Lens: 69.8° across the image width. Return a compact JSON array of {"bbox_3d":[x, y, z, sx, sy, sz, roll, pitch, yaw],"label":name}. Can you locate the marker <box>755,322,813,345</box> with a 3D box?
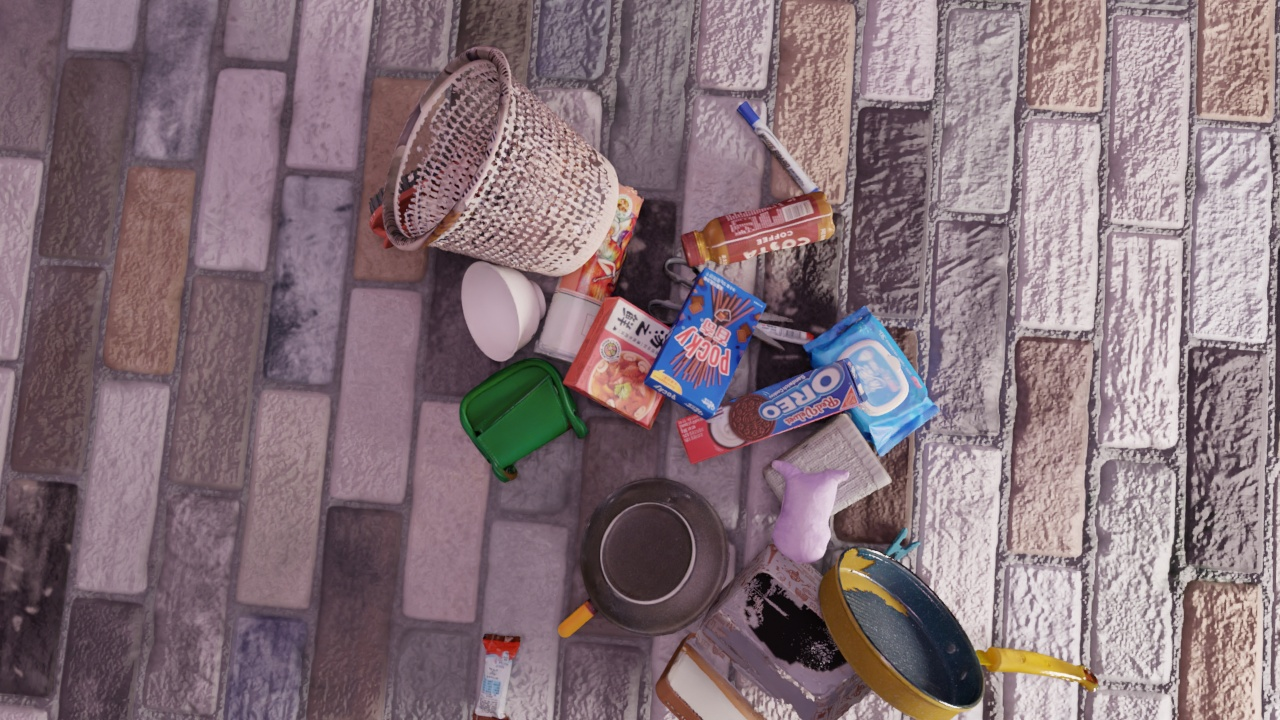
[{"bbox_3d":[0.134,-0.039,1.091,0.145,0.017,0.017,12,85,3],"label":"marker"}]

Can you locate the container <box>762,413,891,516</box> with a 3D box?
[{"bbox_3d":[0.205,0.128,1.039,0.114,0.090,0.090,-33,84,3],"label":"container"}]

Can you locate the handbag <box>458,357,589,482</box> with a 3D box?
[{"bbox_3d":[-0.140,0.066,1.073,0.131,0.068,0.120,-30,92,-2],"label":"handbag"}]

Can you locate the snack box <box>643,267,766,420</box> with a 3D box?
[{"bbox_3d":[0.074,-0.020,1.034,0.084,0.026,0.156,30,67,-7],"label":"snack box"}]

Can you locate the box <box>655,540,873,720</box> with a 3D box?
[{"bbox_3d":[0.139,0.326,0.960,0.183,0.192,0.157,41,113,5],"label":"box"}]

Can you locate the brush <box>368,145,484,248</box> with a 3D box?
[{"bbox_3d":[-0.257,-0.190,1.097,0.146,0.063,0.069,-29,71,1],"label":"brush"}]

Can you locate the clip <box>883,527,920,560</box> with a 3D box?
[{"bbox_3d":[0.296,0.221,1.063,0.049,0.015,0.057,45,87,3],"label":"clip"}]

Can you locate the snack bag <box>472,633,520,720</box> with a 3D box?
[{"bbox_3d":[-0.168,0.371,1.063,0.048,0.026,0.104,4,86,9],"label":"snack bag"}]

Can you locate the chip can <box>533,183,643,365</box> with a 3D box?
[{"bbox_3d":[-0.060,-0.101,1.078,0.071,0.071,0.214,17,85,4],"label":"chip can"}]

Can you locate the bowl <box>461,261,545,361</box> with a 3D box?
[{"bbox_3d":[-0.151,-0.064,1.074,0.064,0.119,0.118,-20,83,-38],"label":"bowl"}]

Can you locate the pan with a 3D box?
[{"bbox_3d":[0.350,0.310,0.991,0.357,0.197,0.078,28,118,-21],"label":"pan"}]

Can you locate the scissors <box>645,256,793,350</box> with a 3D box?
[{"bbox_3d":[0.088,-0.064,1.083,0.159,0.014,0.170,-21,70,-11],"label":"scissors"}]

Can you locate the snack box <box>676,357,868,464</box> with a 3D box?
[{"bbox_3d":[0.147,0.057,1.036,0.208,0.058,0.057,-21,84,17],"label":"snack box"}]

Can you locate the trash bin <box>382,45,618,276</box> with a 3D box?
[{"bbox_3d":[-0.139,-0.192,0.998,0.192,0.228,0.227,22,85,-39],"label":"trash bin"}]

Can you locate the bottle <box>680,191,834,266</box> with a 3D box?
[{"bbox_3d":[0.136,-0.151,1.080,0.175,0.057,0.057,-14,84,1],"label":"bottle"}]

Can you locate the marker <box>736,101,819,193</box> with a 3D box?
[{"bbox_3d":[0.167,-0.253,1.108,0.017,0.017,0.146,-38,85,-1],"label":"marker"}]

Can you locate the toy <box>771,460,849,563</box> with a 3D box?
[{"bbox_3d":[0.173,0.163,0.980,0.084,0.038,0.108,10,94,25],"label":"toy"}]

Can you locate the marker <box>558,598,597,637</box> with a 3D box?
[{"bbox_3d":[-0.046,0.279,1.073,0.124,0.015,0.018,-40,86,-4],"label":"marker"}]

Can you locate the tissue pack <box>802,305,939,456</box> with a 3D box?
[{"bbox_3d":[0.268,0.023,1.062,0.095,0.052,0.157,-34,85,-1],"label":"tissue pack"}]

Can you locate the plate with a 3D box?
[{"bbox_3d":[0.011,0.219,1.039,0.180,0.024,0.179,-7,69,18],"label":"plate"}]

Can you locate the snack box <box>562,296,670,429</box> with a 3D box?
[{"bbox_3d":[-0.006,0.006,1.046,0.127,0.044,0.113,30,80,-24],"label":"snack box"}]
